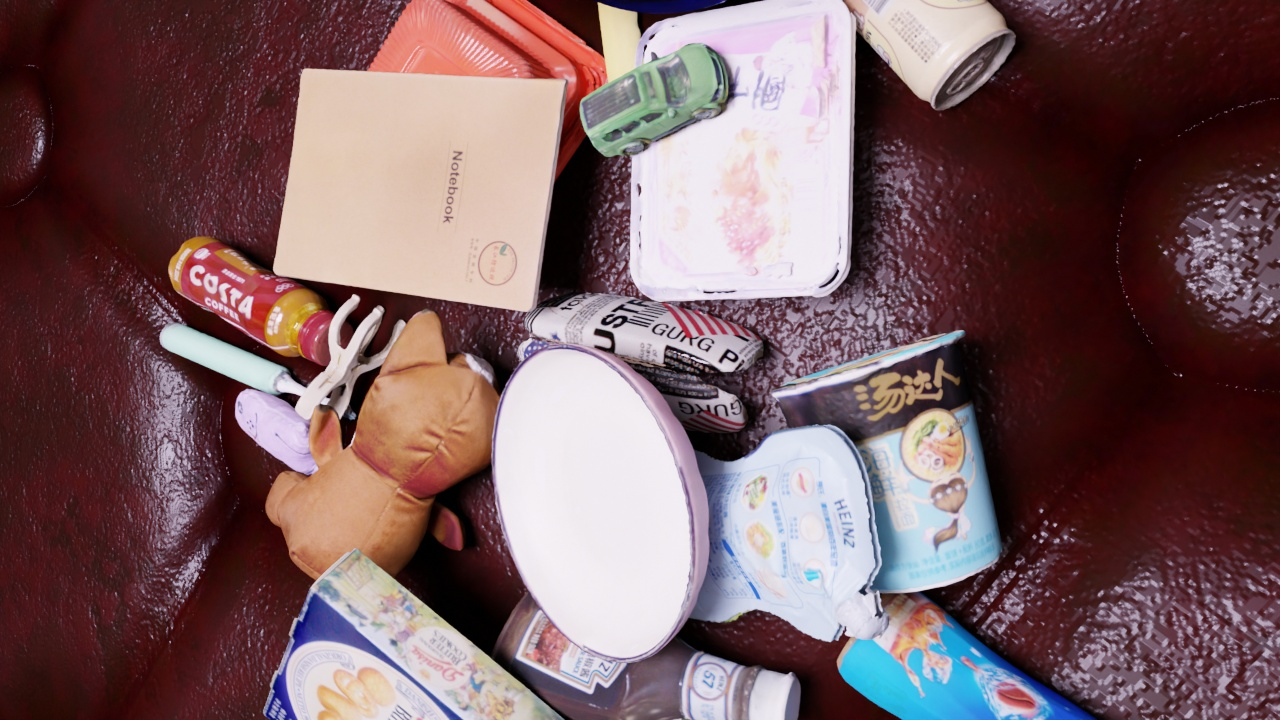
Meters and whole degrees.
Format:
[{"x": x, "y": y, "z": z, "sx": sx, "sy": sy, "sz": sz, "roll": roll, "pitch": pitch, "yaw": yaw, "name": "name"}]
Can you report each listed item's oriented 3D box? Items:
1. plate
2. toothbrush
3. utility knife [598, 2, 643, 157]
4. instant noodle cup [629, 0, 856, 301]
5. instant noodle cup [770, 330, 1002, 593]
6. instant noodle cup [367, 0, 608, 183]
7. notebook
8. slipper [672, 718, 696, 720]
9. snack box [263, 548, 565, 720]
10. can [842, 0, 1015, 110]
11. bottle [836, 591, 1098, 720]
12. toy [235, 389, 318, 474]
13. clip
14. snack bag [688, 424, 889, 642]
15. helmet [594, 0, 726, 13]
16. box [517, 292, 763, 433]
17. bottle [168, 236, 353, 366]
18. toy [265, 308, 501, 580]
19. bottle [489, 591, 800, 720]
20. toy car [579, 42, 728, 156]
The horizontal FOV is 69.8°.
[{"x": -0.023, "y": 0.083, "z": 0.556, "sx": 0.193, "sy": 0.039, "sz": 0.192, "roll": 14, "pitch": 108, "yaw": 47, "name": "plate"}, {"x": -0.324, "y": 0.009, "z": 0.770, "sx": 0.225, "sy": 0.027, "sz": 0.026, "roll": 18, "pitch": 67, "yaw": 26, "name": "toothbrush"}, {"x": -0.012, "y": -0.228, "z": 0.622, "sx": 0.031, "sy": 0.021, "sz": 0.198, "roll": -7, "pitch": 90, "yaw": -5, "name": "utility knife"}, {"x": 0.066, "y": -0.121, "z": 0.559, "sx": 0.138, "sy": 0.060, "sz": 0.173, "roll": 1, "pitch": 87, "yaw": 27, "name": "instant noodle cup"}, {"x": 0.140, "y": 0.056, "z": 0.497, "sx": 0.111, "sy": 0.111, "sz": 0.120, "roll": -19, "pitch": 87, "yaw": 25, "name": "instant noodle cup"}, {"x": -0.128, "y": -0.175, "z": 0.648, "sx": 0.164, "sy": 0.079, "sz": 0.189, "roll": 38, "pitch": 100, "yaw": 18, "name": "instant noodle cup"}, {"x": -0.151, "y": -0.117, "z": 0.608, "sx": 0.208, "sy": 0.008, "sz": 0.148, "roll": 9, "pitch": 92, "yaw": 21, "name": "notebook"}, {"x": 0.080, "y": 0.305, "z": 0.539, "sx": 0.274, "sy": 0.054, "sz": 0.114, "roll": 35, "pitch": 100, "yaw": 35, "name": "slipper"}, {"x": -0.155, "y": 0.238, "z": 0.607, "sx": 0.182, "sy": 0.045, "sz": 0.178, "roll": 37, "pitch": 129, "yaw": 7, "name": "snack box"}, {"x": 0.151, "y": -0.202, "z": 0.518, "sx": 0.059, "sy": 0.058, "sz": 0.116, "roll": -42, "pitch": 71, "yaw": 19, "name": "can"}, {"x": 0.208, "y": 0.205, "z": 0.474, "sx": 0.219, "sy": 0.065, "sz": 0.065, "roll": 36, "pitch": 104, "yaw": 23, "name": "bottle"}, {"x": -0.285, "y": 0.060, "z": 0.736, "sx": 0.108, "sy": 0.038, "sz": 0.084, "roll": 22, "pitch": 139, "yaw": 30, "name": "toy"}, {"x": -0.227, "y": -0.004, "z": 0.692, "sx": 0.035, "sy": 0.082, "sz": 0.104, "roll": 32, "pitch": 74, "yaw": 24, "name": "clip"}, {"x": 0.063, "y": 0.097, "z": 0.511, "sx": 0.191, "sy": 0.038, "sz": 0.110, "roll": -18, "pitch": 75, "yaw": 58, "name": "snack bag"}, {"x": 0.006, "y": -0.307, "z": 0.488, "sx": 0.248, "sy": 0.240, "sz": 0.315, "roll": -52, "pitch": 56, "yaw": 14, "name": "helmet"}, {"x": -0.005, "y": 0.009, "z": 0.595, "sx": 0.163, "sy": 0.076, "sz": 0.087, "roll": 14, "pitch": 114, "yaw": 24, "name": "box"}, {"x": -0.307, "y": -0.047, "z": 0.746, "sx": 0.175, "sy": 0.057, "sz": 0.057, "roll": 26, "pitch": 100, "yaw": 25, "name": "bottle"}, {"x": -0.164, "y": 0.067, "z": 0.648, "sx": 0.200, "sy": 0.140, "sz": 0.130, "roll": -51, "pitch": 27, "yaw": 15, "name": "toy"}, {"x": 0.001, "y": 0.195, "z": 0.574, "sx": 0.195, "sy": 0.079, "sz": 0.044, "roll": 4, "pitch": 134, "yaw": 26, "name": "bottle"}, {"x": 0.007, "y": -0.153, "z": 0.538, "sx": 0.091, "sy": 0.036, "sz": 0.043, "roll": -20, "pitch": 78, "yaw": 21, "name": "toy car"}]
